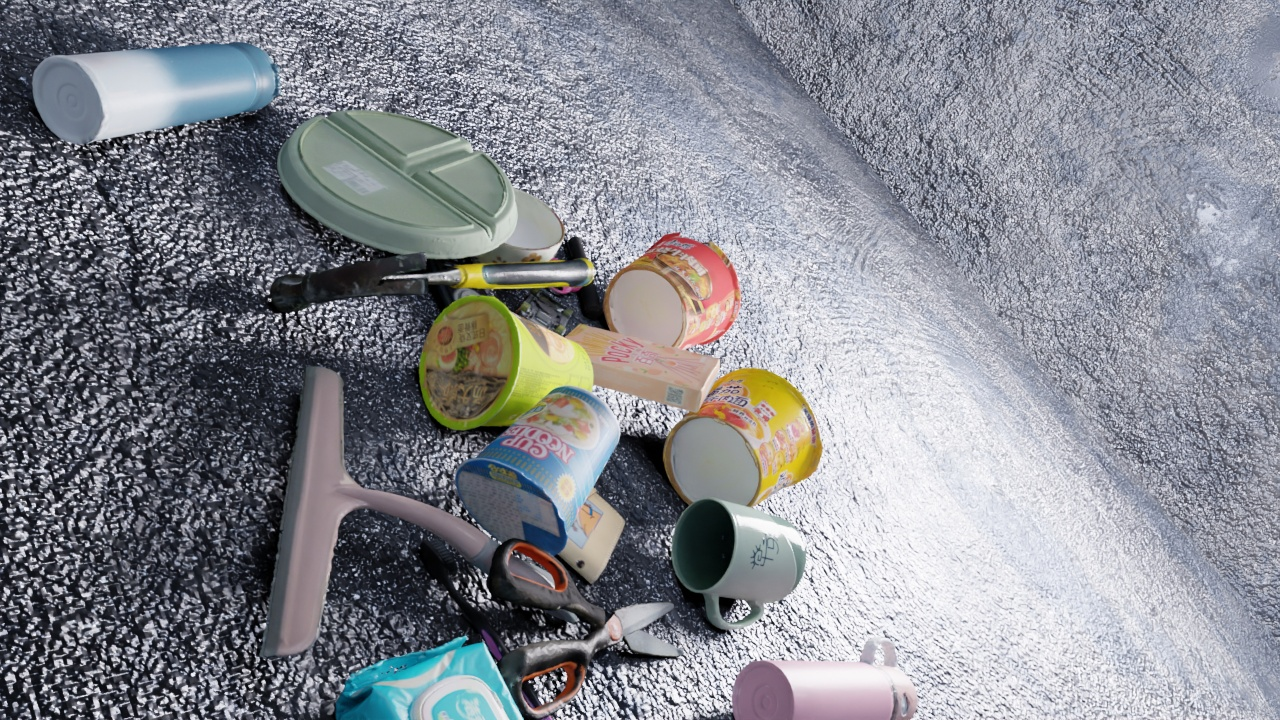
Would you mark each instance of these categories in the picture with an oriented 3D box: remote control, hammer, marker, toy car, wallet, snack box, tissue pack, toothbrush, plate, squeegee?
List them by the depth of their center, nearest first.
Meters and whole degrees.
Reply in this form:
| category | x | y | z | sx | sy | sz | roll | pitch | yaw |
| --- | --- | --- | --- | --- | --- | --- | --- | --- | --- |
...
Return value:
| category | x | y | z | sx | sy | sz | roll | pitch | yaw |
| --- | --- | --- | --- | --- | --- | --- | --- | --- | --- |
| tissue pack | -0.110 | 0.230 | 0.534 | 0.093 | 0.050 | 0.133 | -6 | 55 | -55 |
| squeegee | -0.124 | 0.128 | 0.632 | 0.249 | 0.040 | 0.247 | 37 | 21 | -34 |
| toothbrush | -0.096 | 0.200 | 0.634 | 0.189 | 0.014 | 0.017 | 52 | 28 | 12 |
| wallet | -0.067 | 0.122 | 0.771 | 0.115 | 0.024 | 0.087 | 42 | 33 | -3 |
| hammer | -0.147 | -0.072 | 0.808 | 0.322 | 0.126 | 0.032 | -11 | 95 | -55 |
| remote control | -0.170 | -0.061 | 0.875 | 0.053 | 0.024 | 0.136 | 7 | 46 | -51 |
| plate | -0.226 | -0.177 | 0.883 | 0.230 | 0.028 | 0.229 | 16 | 36 | -13 |
| toy car | -0.102 | -0.037 | 0.909 | 0.053 | 0.045 | 0.120 | 35 | 17 | -7 |
| snack box | -0.005 | 0.005 | 0.921 | 0.157 | 0.026 | 0.084 | 15 | 25 | 12 |
| marker | -0.067 | -0.099 | 1.070 | 0.022 | 0.020 | 0.132 | 9 | 41 | -26 |

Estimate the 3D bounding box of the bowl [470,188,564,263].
| category | x | y | z | sx | sy | sz | roll | pitch | yaw |
| --- | --- | --- | --- | --- | --- | --- | --- | --- | --- |
| bowl | -0.141 | -0.125 | 0.947 | 0.113 | 0.062 | 0.113 | 18 | 35 | -13 |

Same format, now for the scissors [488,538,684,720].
| category | x | y | z | sx | sy | sz | roll | pitch | yaw |
| --- | --- | --- | --- | --- | --- | --- | --- | --- | --- |
| scissors | -0.034 | 0.186 | 0.679 | 0.190 | 0.022 | 0.228 | 65 | 29 | -3 |

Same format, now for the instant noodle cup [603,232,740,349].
| category | x | y | z | sx | sy | sz | roll | pitch | yaw |
| --- | --- | --- | --- | --- | --- | --- | --- | --- | --- |
| instant noodle cup | 0.031 | -0.066 | 1.049 | 0.138 | 0.138 | 0.108 | 48 | 37 | 7 |

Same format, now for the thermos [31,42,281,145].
| category | x | y | z | sx | sy | sz | roll | pitch | yaw |
| --- | --- | --- | --- | --- | --- | --- | --- | --- | --- |
| thermos | -0.391 | -0.229 | 0.768 | 0.070 | 0.070 | 0.219 | 43 | 27 | -3 |

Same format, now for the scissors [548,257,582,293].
| category | x | y | z | sx | sy | sz | roll | pitch | yaw |
| --- | --- | --- | --- | --- | --- | --- | --- | --- | --- |
| scissors | -0.116 | -0.126 | 1.046 | 0.056 | 0.017 | 0.133 | -24 | 66 | -45 |

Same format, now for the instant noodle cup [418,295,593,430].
| category | x | y | z | sx | sy | sz | roll | pitch | yaw |
| --- | --- | --- | --- | --- | --- | --- | --- | --- | --- |
| instant noodle cup | -0.106 | 0.010 | 0.788 | 0.123 | 0.112 | 0.111 | 16 | 38 | -55 |

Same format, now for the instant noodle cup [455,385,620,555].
| category | x | y | z | sx | sy | sz | roll | pitch | yaw |
| --- | --- | --- | --- | --- | --- | --- | --- | --- | --- |
| instant noodle cup | -0.072 | 0.078 | 0.708 | 0.099 | 0.099 | 0.109 | 42 | 48 | -5 |

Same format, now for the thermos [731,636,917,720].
| category | x | y | z | sx | sy | sz | roll | pitch | yaw |
| --- | --- | --- | --- | --- | --- | --- | --- | --- | --- |
| thermos | 0.169 | 0.286 | 0.802 | 0.198 | 0.067 | 0.087 | 15 | 76 | -40 |

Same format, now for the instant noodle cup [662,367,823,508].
| category | x | y | z | sx | sy | sz | roll | pitch | yaw |
| --- | --- | --- | --- | --- | --- | --- | --- | --- | --- |
| instant noodle cup | 0.096 | 0.088 | 0.924 | 0.138 | 0.138 | 0.109 | 50 | 36 | 9 |

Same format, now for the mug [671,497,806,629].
| category | x | y | z | sx | sy | sz | roll | pitch | yaw |
| --- | --- | --- | --- | --- | --- | --- | --- | --- | --- |
| mug | 0.092 | 0.190 | 0.840 | 0.106 | 0.082 | 0.111 | 21 | 66 | -38 |
